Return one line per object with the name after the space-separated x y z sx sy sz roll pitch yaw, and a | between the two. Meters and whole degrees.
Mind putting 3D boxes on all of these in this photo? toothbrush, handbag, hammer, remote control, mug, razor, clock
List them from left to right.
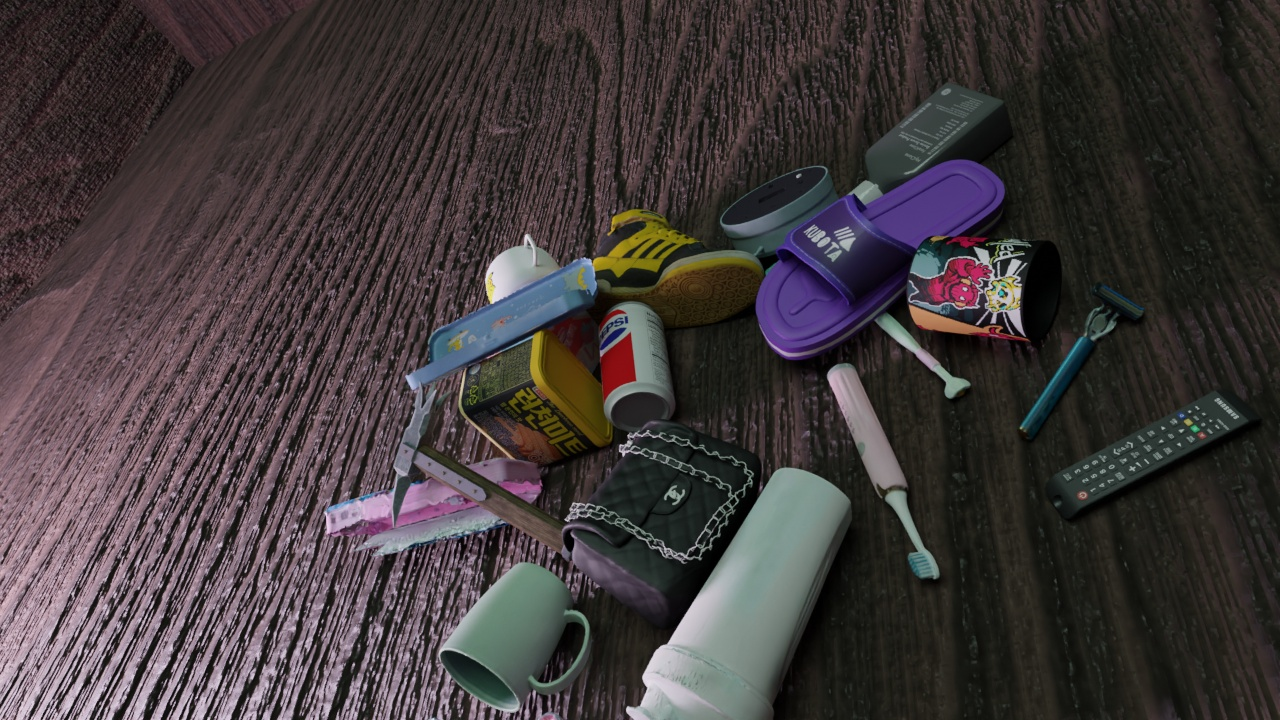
-0.104 0.147 0.832 0.317 0.028 0.147 24 99 27 | hammer
-0.096 0.236 0.779 0.111 0.084 0.103 16 47 26 | mug
-0.133 -0.092 1.094 0.094 0.116 0.068 -6 37 -20 | mug
0.016 0.114 0.742 0.125 0.115 0.153 26 57 20 | handbag
0.149 -0.161 0.977 0.123 0.045 0.159 -24 20 16 | clock
0.195 0.084 0.743 0.026 0.027 0.222 -5 42 -6 | toothbrush
0.239 -0.015 0.815 0.022 0.015 0.154 -34 39 2 | toothbrush
0.300 -0.069 0.781 0.098 0.082 0.117 10 32 42 | mug
0.338 0.004 0.720 0.042 0.022 0.143 36 80 13 | razor
0.359 0.066 0.646 0.147 0.015 0.033 -31 40 9 | remote control

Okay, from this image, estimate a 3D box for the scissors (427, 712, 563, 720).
-0.136 0.346 0.754 0.170 0.013 0.177 -51 43 -10 | scissors

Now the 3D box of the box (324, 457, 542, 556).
-0.210 0.161 0.943 0.231 0.084 0.070 -18 71 23 | box

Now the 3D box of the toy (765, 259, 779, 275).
0.175 -0.076 0.906 0.085 0.033 0.105 -26 45 8 | toy

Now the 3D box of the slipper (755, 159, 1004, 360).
0.214 -0.116 0.841 0.266 0.084 0.107 -33 53 -6 | slipper

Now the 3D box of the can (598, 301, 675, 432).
-0.006 0.005 0.936 0.070 0.070 0.132 -24 41 16 | can

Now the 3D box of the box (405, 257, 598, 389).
-0.139 -0.033 0.949 0.210 0.043 0.124 -25 21 14 | box

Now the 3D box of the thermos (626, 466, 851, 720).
0.085 0.188 0.680 0.099 0.099 0.219 9 54 42 | thermos

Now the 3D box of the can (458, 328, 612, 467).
-0.104 0.044 0.928 0.101 0.131 0.072 -23 42 21 | can

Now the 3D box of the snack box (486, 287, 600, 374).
-0.102 -0.016 1.010 0.080 0.095 0.092 5 55 40 | snack box

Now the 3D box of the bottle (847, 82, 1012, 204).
0.283 -0.206 0.940 0.174 0.046 0.083 -40 39 -2 | bottle

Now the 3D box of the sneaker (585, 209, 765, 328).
0.037 -0.107 0.998 0.239 0.086 0.121 -7 50 34 | sneaker
